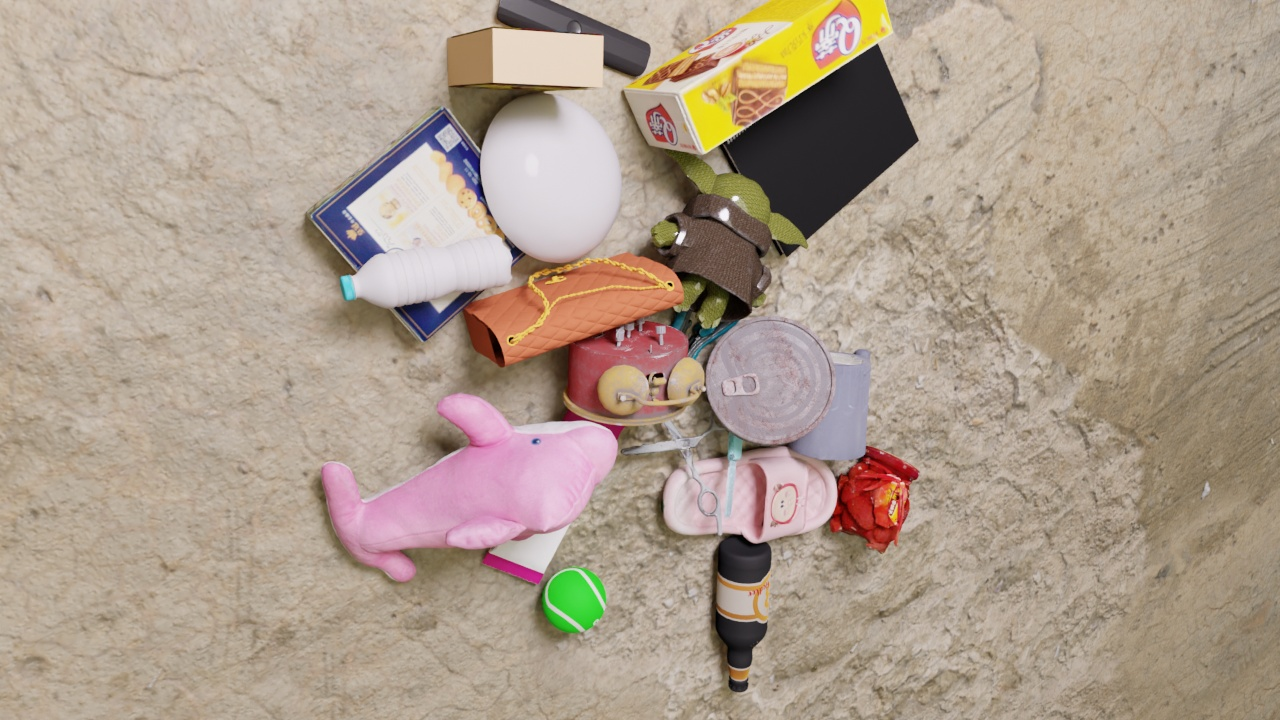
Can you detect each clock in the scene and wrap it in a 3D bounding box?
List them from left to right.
[{"bbox_3d":[-0.005,0.005,0.841,0.117,0.159,0.081,-7,112,-25],"label":"clock"}]

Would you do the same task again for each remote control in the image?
[{"bbox_3d":[-0.058,-0.292,0.813,0.146,0.015,0.033,13,98,-29],"label":"remote control"}]

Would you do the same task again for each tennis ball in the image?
[{"bbox_3d":[-0.067,0.243,0.931,0.065,0.065,0.065,-8,107,-25],"label":"tennis ball"}]

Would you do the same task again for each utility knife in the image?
[{"bbox_3d":[0.101,0.084,0.966,0.022,0.015,0.165,17,72,-35],"label":"utility knife"}]

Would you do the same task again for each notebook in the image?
[{"bbox_3d":[0.191,-0.230,0.957,0.206,0.016,0.149,-41,119,-11],"label":"notebook"}]

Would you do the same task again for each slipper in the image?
[{"bbox_3d":[0.124,0.149,1.008,0.221,0.056,0.107,2,102,-25],"label":"slipper"}]

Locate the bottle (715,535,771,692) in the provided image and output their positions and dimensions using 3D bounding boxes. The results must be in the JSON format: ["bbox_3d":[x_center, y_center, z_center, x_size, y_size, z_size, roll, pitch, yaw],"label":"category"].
[{"bbox_3d":[0.115,0.292,1.041,0.059,0.059,0.182,-7,107,-25],"label":"bottle"}]

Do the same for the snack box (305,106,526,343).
[{"bbox_3d":[-0.181,-0.115,0.784,0.145,0.043,0.144,-42,119,-11],"label":"snack box"}]

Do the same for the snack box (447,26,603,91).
[{"bbox_3d":[-0.096,-0.242,0.743,0.088,0.126,0.040,-6,106,-26],"label":"snack box"}]

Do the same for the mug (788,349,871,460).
[{"bbox_3d":[0.221,0.045,1.022,0.123,0.084,0.104,-13,110,-49],"label":"mug"}]

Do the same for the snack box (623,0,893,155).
[{"bbox_3d":[0.108,-0.277,0.847,0.230,0.110,0.062,-35,120,-14],"label":"snack box"}]

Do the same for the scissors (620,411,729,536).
[{"bbox_3d":[0.052,0.099,0.949,0.141,0.014,0.175,-28,92,-32],"label":"scissors"}]

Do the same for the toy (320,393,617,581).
[{"bbox_3d":[-0.144,0.127,0.802,0.265,0.127,0.187,-18,124,3],"label":"toy"}]

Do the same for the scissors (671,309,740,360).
[{"bbox_3d":[0.054,-0.040,0.939,0.154,0.019,0.124,-24,113,-21],"label":"scissors"}]

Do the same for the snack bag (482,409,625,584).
[{"bbox_3d":[-0.083,0.128,0.918,0.070,0.016,0.196,28,90,-28],"label":"snack bag"}]

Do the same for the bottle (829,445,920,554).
[{"bbox_3d":[0.271,0.163,1.064,0.099,0.099,0.111,31,84,-30],"label":"bottle"}]

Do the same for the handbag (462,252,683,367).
[{"bbox_3d":[-0.062,-0.052,0.824,0.171,0.109,0.060,-21,113,-21],"label":"handbag"}]

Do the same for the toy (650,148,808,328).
[{"bbox_3d":[0.075,-0.108,0.883,0.179,0.078,0.152,29,67,-24],"label":"toy"}]

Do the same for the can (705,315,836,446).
[{"bbox_3d":[0.132,0.022,0.941,0.130,0.044,0.130,-1,83,6],"label":"can"}]

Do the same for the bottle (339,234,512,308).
[{"bbox_3d":[-0.174,-0.071,0.748,0.136,0.044,0.044,-14,110,-25],"label":"bottle"}]

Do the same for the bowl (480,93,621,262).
[{"bbox_3d":[-0.065,-0.162,0.801,0.149,0.043,0.149,1,88,-43],"label":"bowl"}]
